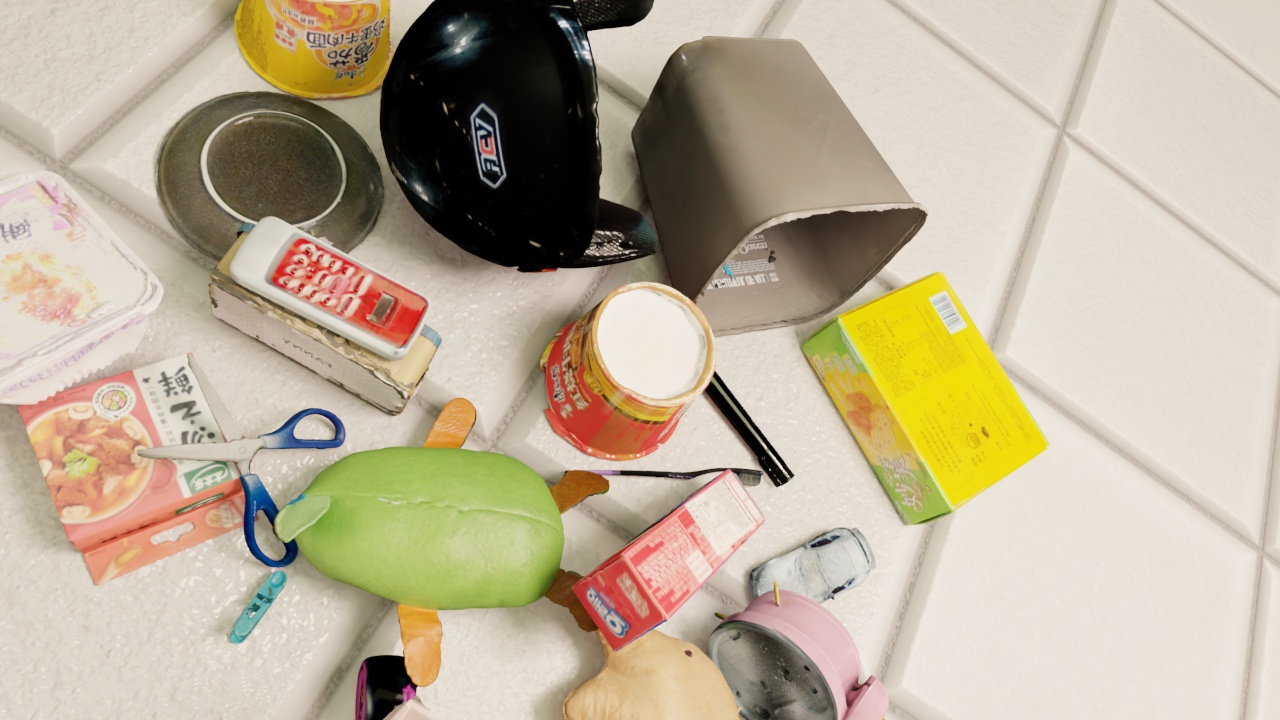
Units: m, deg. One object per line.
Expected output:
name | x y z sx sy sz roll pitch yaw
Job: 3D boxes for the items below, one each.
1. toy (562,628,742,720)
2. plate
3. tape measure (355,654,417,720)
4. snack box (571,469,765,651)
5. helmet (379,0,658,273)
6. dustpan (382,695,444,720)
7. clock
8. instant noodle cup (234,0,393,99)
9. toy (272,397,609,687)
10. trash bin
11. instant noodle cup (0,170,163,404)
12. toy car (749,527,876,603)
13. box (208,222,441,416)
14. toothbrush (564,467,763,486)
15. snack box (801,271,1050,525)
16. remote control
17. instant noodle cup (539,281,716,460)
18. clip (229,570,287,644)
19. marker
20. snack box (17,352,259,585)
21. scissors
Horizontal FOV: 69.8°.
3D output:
toy | 0.011 0.270 0.686 0.143 0.083 0.225 10 62 -30
plate | -0.306 -0.156 0.767 0.179 0.024 0.179 9 65 -20
tape measure | -0.175 0.234 0.636 0.039 0.057 0.058 6 89 -22
snack box | 0.030 0.147 0.706 0.058 0.057 0.207 55 28 7
helmet | -0.095 -0.189 0.738 0.230 0.274 0.234 -3 110 -3
dustpan | -0.115 0.361 0.525 0.222 0.274 0.138 32 35 -4
clock | 0.128 0.254 0.723 0.059 0.117 0.158 -33 82 -42
instant noodle cup | -0.277 -0.316 0.797 0.138 0.110 0.137 9 65 -20
toy | -0.137 0.124 0.679 0.246 0.090 0.226 11 50 -15
trash bin | 0.108 -0.164 0.857 0.198 0.199 0.219 -9 65 -28
instant noodle cup | -0.421 -0.043 0.626 0.173 0.060 0.137 38 56 23
toy car | 0.152 0.187 0.807 0.120 0.037 0.054 -19 77 -25
box | -0.246 -0.031 0.701 0.184 0.090 0.059 34 64 -11
toothbrush | 0.024 0.101 0.802 0.188 0.014 0.016 3 79 -21
snack box | 0.280 0.034 0.904 0.157 0.070 0.210 -23 79 -29
remote control | -0.220 -0.051 0.657 0.136 0.020 0.055 29 64 -11
instant noodle cup | -0.005 0.005 0.775 0.137 0.109 0.137 9 65 -20
clip | -0.268 0.173 0.645 0.013 0.038 0.055 35 50 -7
marker | 0.094 0.060 0.846 0.022 0.020 0.132 -35 85 -30
snack box | -0.346 0.073 0.640 0.113 0.044 0.127 -23 79 -29
scissors | -0.270 0.069 0.645 0.162 0.012 0.176 -35 120 -57
